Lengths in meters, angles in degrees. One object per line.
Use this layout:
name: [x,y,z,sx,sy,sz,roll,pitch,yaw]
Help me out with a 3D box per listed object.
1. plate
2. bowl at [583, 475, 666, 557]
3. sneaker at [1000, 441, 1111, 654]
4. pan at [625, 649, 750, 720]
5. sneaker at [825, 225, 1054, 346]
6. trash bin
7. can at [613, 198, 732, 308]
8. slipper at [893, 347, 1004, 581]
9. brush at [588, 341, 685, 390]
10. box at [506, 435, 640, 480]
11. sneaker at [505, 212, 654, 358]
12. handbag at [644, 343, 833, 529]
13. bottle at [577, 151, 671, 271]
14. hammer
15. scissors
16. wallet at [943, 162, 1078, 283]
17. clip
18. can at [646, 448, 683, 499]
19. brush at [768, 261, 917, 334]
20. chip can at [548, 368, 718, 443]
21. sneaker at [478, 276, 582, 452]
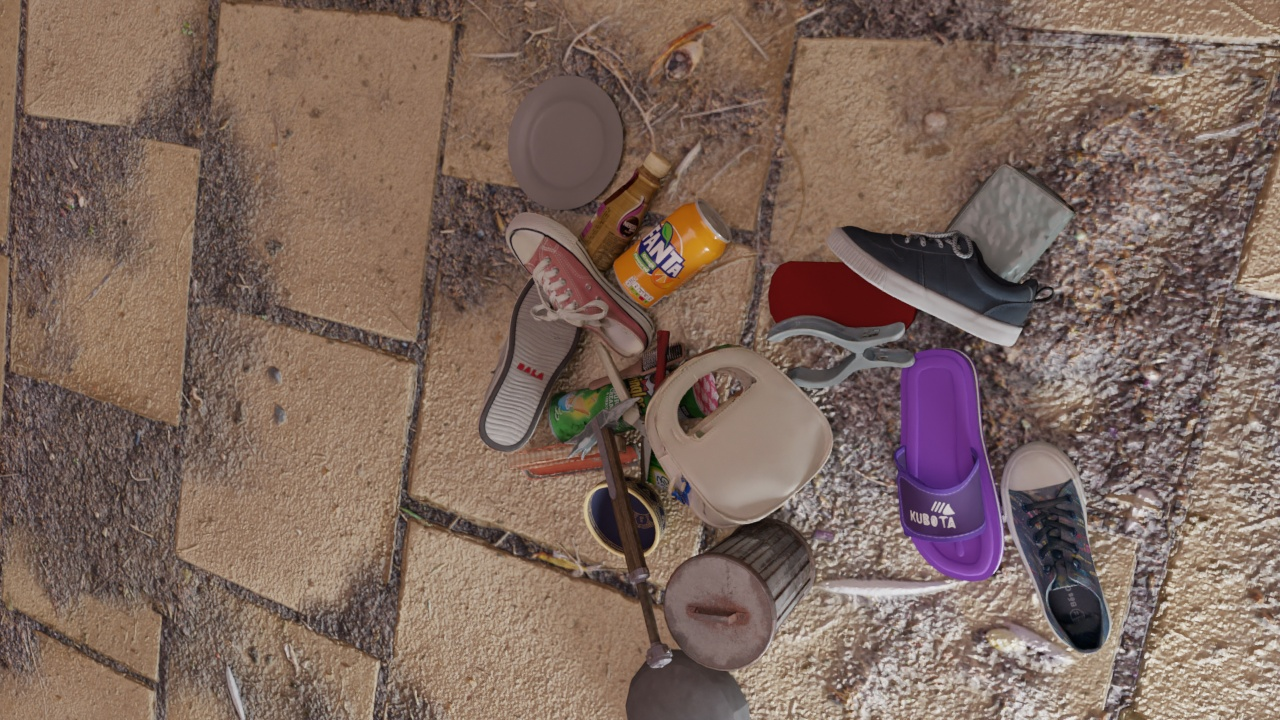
plate: [-0.101,-0.294,1.245,0.179,0.012,0.178,2,96,25]
bowl: [-0.012,0.198,1.216,0.112,0.061,0.112,13,119,25]
sneaker: [0.449,0.206,0.994,0.088,0.079,0.235,-16,88,25]
pan: [0.024,0.559,1.249,0.179,0.041,0.358,28,106,21]
sneaker: [0.314,-0.100,0.979,0.235,0.089,0.087,29,110,14]
trash bin: [0.121,0.269,1.082,0.131,0.210,0.131,2,96,25]
can: [0.039,-0.134,1.156,0.143,0.079,0.079,-37,79,23]
slipper: [0.334,0.121,1.028,0.107,0.083,0.266,-5,92,36]
brush: [-0.007,0.007,1.190,0.136,0.049,0.015,-21,114,9]
box: [-0.093,0.133,1.254,0.187,0.083,0.043,-12,71,28]
sneaker: [-0.088,-0.083,1.173,0.241,0.087,0.119,43,135,-8]
handbag: [0.105,0.087,1.097,0.200,0.093,0.199,-36,86,-16]
bottle: [-0.021,-0.195,1.190,0.059,0.059,0.166,43,111,16]
hammer: [-0.012,0.199,1.074,0.147,0.028,0.316,-43,50,38]
scissors: [0.001,0.048,1.146,0.179,0.015,0.194,35,108,19]
wallet: [0.396,-0.139,1.004,0.100,0.054,0.132,47,114,23]
clip: [0.219,-0.032,1.058,0.172,0.029,0.141,-14,126,37]
can: [0.066,0.147,1.176,0.121,0.067,0.067,24,104,22]
brush: [0.241,-0.075,1.087,0.174,0.041,0.082,4,97,25]
chip can: [-0.014,0.058,1.204,0.224,0.075,0.075,-12,89,26]
sneaker: [-0.156,-0.002,1.260,0.096,0.129,0.262,22,81,-15]
